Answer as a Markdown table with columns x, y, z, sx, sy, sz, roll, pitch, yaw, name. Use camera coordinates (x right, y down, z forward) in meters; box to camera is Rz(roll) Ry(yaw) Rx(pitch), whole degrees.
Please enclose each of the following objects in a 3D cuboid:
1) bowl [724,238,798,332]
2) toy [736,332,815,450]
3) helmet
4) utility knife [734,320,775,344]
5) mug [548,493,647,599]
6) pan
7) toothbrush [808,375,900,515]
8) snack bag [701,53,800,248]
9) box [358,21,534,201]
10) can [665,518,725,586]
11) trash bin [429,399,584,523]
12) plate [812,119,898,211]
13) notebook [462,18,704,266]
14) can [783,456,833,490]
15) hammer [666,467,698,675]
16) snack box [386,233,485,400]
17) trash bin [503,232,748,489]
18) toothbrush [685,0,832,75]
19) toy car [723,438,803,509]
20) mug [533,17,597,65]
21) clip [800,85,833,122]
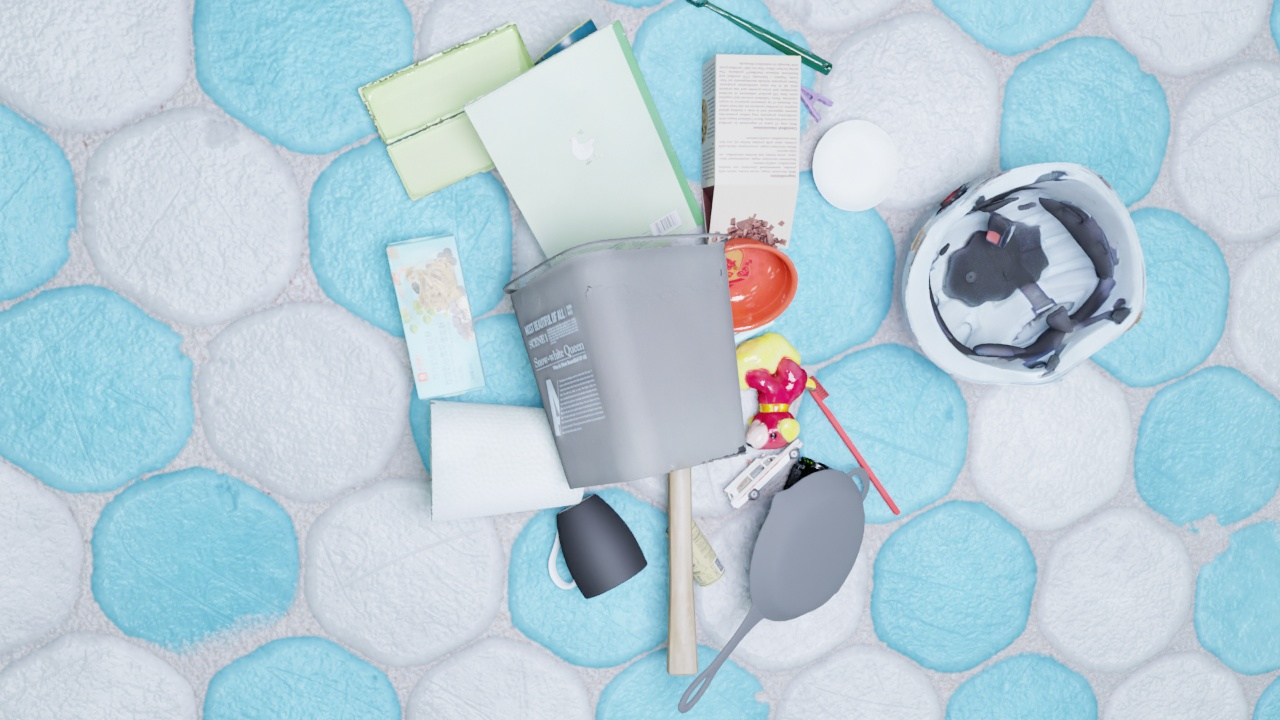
| x | y | z | sx | sy | sz | roll | pitch | yaw | name |
| --- | --- | --- | --- | --- | --- | --- | --- | --- | --- |
| 0.110 | -0.093 | 1.041 | 0.130 | 0.045 | 0.131 | -5 | 136 | -5 | bowl |
| 0.157 | 0.036 | 1.080 | 0.105 | 0.067 | 0.137 | -4 | 86 | -10 | toy |
| 0.411 | -0.096 | 1.045 | 0.264 | 0.163 | 0.236 | -31 | 97 | 3 | helmet |
| 0.076 | -0.009 | 1.081 | 0.177 | 0.016 | 0.022 | -28 | 72 | -2 | utility knife |
| -0.064 | 0.217 | 1.063 | 0.119 | 0.084 | 0.100 | -30 | 86 | 26 | mug |
| 0.164 | 0.266 | 1.060 | 0.354 | 0.024 | 0.216 | -47 | 130 | -15 | pan |
| 0.264 | 0.105 | 1.125 | 0.018 | 0.012 | 0.212 | -37 | 101 | -3 | toothbrush |
| 0.122 | -0.229 | 1.030 | 0.094 | 0.070 | 0.206 | -1 | 98 | -8 | snack bag |
| -0.193 | -0.270 | 0.999 | 0.187 | 0.024 | 0.137 | -27 | 95 | -4 | box |
| 0.065 | 0.228 | 1.098 | 0.038 | 0.038 | 0.079 | -33 | 101 | -3 | can |
| -0.149 | 0.108 | 1.009 | 0.161 | 0.133 | 0.133 | 0 | 97 | -14 | trash bin |
| 0.247 | -0.226 | 1.071 | 0.104 | 0.026 | 0.104 | -1 | 97 | -8 | plate |
| -0.051 | -0.205 | 0.985 | 0.182 | 0.010 | 0.253 | -30 | 125 | -2 | notebook |
| 0.187 | 0.187 | 1.103 | 0.054 | 0.054 | 0.138 | 21 | 94 | -11 | can |
| 0.046 | 0.193 | 1.050 | 0.117 | 0.051 | 0.322 | -1 | 86 | -2 | hammer |
| -0.224 | -0.048 | 1.011 | 0.075 | 0.053 | 0.175 | -11 | 98 | -6 | snack box |
| -0.006 | 0.005 | 0.936 | 0.197 | 0.198 | 0.220 | -9 | 85 | -35 | trash bin |
| 0.135 | -0.373 | 1.040 | 0.189 | 0.017 | 0.016 | 24 | 93 | -11 | toothbrush |
| 0.146 | 0.131 | 1.100 | 0.113 | 0.039 | 0.039 | -45 | 80 | -2 | toy car |
| -0.049 | -0.296 | 0.997 | 0.078 | 0.078 | 0.121 | -39 | 106 | -2 | mug |
| 0.203 | -0.302 | 1.063 | 0.046 | 0.014 | 0.050 | -25 | 102 | -5 | clip |
